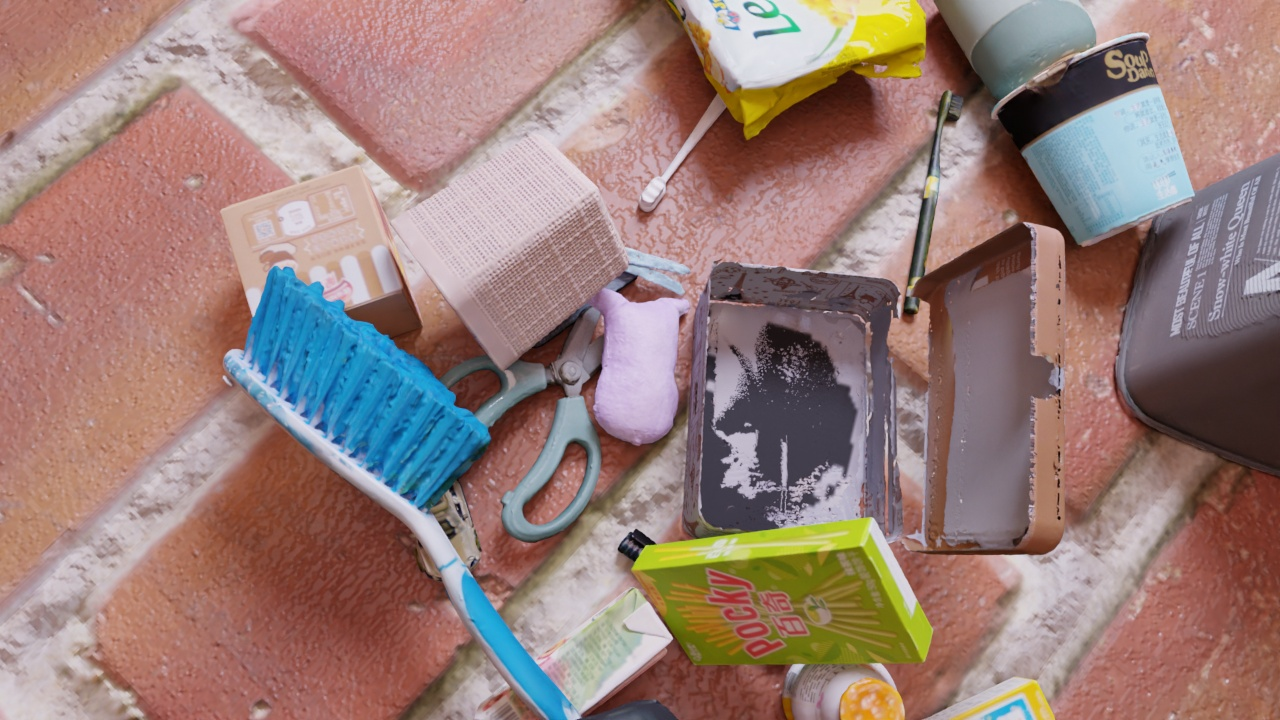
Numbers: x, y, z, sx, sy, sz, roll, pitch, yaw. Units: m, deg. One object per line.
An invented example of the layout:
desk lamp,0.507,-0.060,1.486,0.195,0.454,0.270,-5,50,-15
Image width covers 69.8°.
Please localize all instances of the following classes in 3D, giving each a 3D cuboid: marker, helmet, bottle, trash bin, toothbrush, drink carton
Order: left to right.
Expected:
helmet,-0.075,0.335,0.419,0.315,0.247,0.240,-28,60,-2
drink carton,-0.038,0.193,0.564,0.122,0.053,0.045,-36,81,-11
marker,0.043,0.152,0.596,0.131,0.023,0.018,32,42,7
toothbrush,0.051,-0.183,0.689,0.016,0.016,0.179,34,75,3
bottle,0.122,0.202,0.541,0.063,0.108,0.063,1,75,-2
toothbrush,0.219,-0.120,0.684,0.017,0.012,0.185,17,74,-10
trash bin,0.456,-0.043,0.569,0.198,0.220,0.198,20,76,3

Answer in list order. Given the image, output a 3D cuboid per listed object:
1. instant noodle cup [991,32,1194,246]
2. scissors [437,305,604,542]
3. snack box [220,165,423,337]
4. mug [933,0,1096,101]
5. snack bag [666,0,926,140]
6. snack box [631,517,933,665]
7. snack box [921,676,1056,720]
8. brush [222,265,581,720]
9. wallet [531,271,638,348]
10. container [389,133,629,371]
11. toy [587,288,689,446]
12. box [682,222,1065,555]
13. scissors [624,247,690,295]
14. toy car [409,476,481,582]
instant noodle cup,0.328,-0.150,0.655,0.111,0.111,0.120,-21,85,-8
scissors,-0.056,0.042,0.614,0.178,0.019,0.161,-36,96,-27
snack box,-0.208,-0.060,0.611,0.092,0.077,0.094,-20,76,-8
mug,0.290,-0.258,0.695,0.111,0.082,0.106,-15,73,-40
snack bag,0.091,-0.288,0.685,0.158,0.068,0.246,-22,72,-10
snack box,0.078,0.138,0.531,0.086,0.157,0.026,60,40,-19
snack box,0.200,0.266,0.568,0.140,0.034,0.087,-21,77,-10
brush,-0.119,0.082,0.529,0.314,0.060,0.109,39,91,4
wallet,-0.072,-0.080,0.655,0.097,0.019,0.121,-36,81,-9
container,-0.077,-0.071,0.576,0.111,0.090,0.090,-37,54,-7
toy,-0.004,0.004,0.621,0.083,0.039,0.108,8,78,-25
box,0.116,0.022,0.552,0.157,0.218,0.180,9,76,-13
scissors,-0.030,-0.069,0.640,0.137,0.017,0.072,27,78,-2
toy car,-0.133,0.098,0.595,0.042,0.035,0.090,-19,79,-7
